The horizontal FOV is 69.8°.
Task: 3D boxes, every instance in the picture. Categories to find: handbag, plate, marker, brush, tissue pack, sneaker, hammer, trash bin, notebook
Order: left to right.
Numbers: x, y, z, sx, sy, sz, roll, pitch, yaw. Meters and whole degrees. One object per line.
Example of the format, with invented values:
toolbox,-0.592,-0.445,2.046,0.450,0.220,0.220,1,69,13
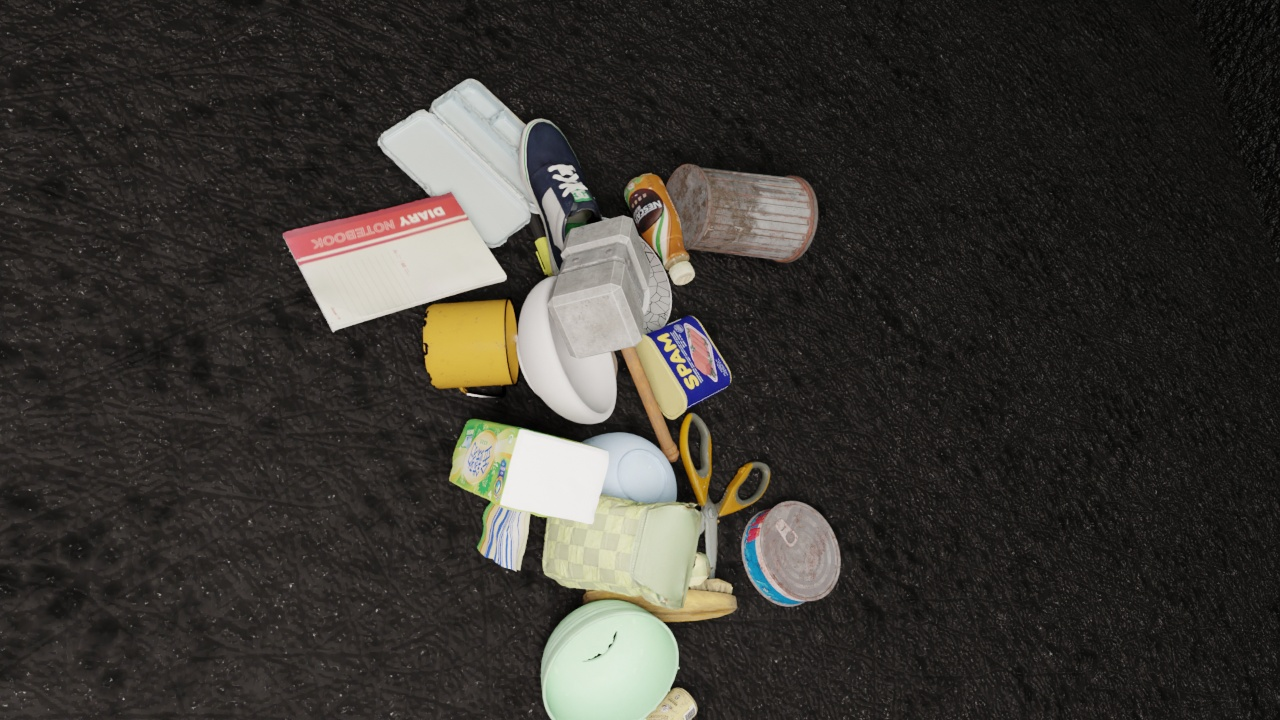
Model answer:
notebook,-0.281,-0.119,1.053,0.208,0.012,0.153,-21,61,-29
tissue pack,-0.130,0.144,0.962,0.120,0.198,0.141,16,83,-19
marker,-0.137,-0.168,1.212,0.021,0.017,0.123,-21,76,-5
sneaker,-0.091,-0.209,1.165,0.084,0.079,0.235,-9,77,-31
plate,-0.039,-0.109,1.237,0.188,0.016,0.188,19,55,-29
handbag,-0.013,0.206,1.003,0.117,0.187,0.113,47,52,-54
hammer,-0.007,0.006,1.098,0.162,0.083,0.318,-83,156,-53
brush,0.025,0.275,1.070,0.195,0.059,0.043,8,52,-22
trash bin,0.151,-0.215,1.346,0.210,0.131,0.130,1,67,-30

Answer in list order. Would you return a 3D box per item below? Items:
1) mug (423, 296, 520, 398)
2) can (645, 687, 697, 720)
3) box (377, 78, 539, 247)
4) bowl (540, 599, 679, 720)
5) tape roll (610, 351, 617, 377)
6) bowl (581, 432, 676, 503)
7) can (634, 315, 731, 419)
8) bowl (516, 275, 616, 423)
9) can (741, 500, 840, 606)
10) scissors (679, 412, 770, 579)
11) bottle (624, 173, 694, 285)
mug,-0.189,-0.008,1.041,0.094,0.124,0.100,-4,31,1
can,0.024,0.404,1.021,0.079,0.038,0.038,-30,85,-38
box,-0.208,-0.258,1.194,0.209,0.037,0.188,42,59,0
bowl,-0.041,0.316,0.979,0.150,0.077,0.151,-7,111,-20
tape roll,-0.077,0.005,1.156,0.093,0.030,0.093,14,61,-26
bowl,-0.014,0.149,1.098,0.150,0.075,0.150,14,60,-27
can,0.052,0.006,1.197,0.092,0.057,0.116,-25,79,-36
bowl,-0.095,-0.005,1.064,0.176,0.066,0.176,55,24,-40
can,0.197,0.252,1.201,0.129,0.044,0.129,14,61,-26
scissors,0.102,0.181,1.183,0.216,0.016,0.225,7,74,-39
bottle,0.031,-0.182,1.285,0.059,0.059,0.167,-7,63,-35
